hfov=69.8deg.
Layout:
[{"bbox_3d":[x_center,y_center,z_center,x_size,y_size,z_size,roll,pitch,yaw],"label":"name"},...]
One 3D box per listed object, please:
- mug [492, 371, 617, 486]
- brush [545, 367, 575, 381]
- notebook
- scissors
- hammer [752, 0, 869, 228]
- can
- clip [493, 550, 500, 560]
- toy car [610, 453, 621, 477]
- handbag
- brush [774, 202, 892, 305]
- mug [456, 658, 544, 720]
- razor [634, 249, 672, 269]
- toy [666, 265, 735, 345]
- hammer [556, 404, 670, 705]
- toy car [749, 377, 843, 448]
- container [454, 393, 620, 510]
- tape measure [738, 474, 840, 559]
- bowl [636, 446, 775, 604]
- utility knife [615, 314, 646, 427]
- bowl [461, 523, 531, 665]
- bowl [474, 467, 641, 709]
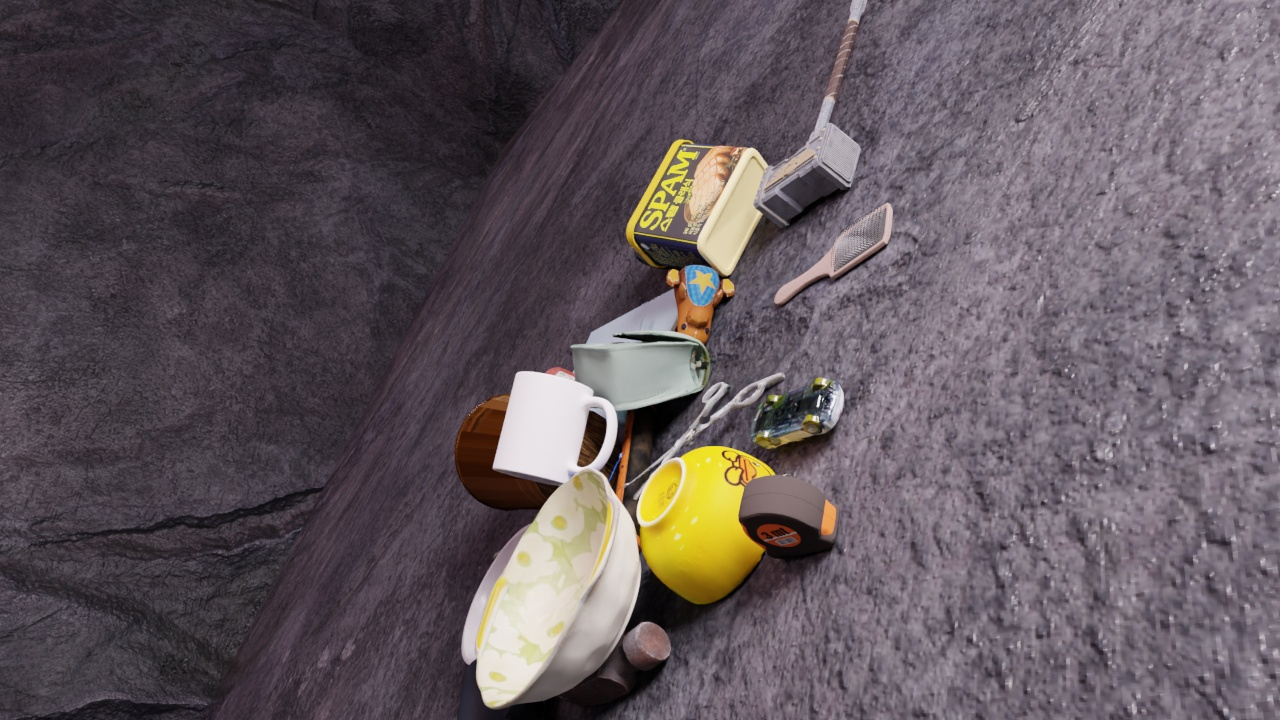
[{"bbox_3d":[-0.073,0.065,0.834,0.111,0.073,0.090,6,76,27],"label":"mug"},{"bbox_3d":[-0.104,0.036,1.081,0.172,0.041,0.030,-45,-21,-82],"label":"brush"},{"bbox_3d":[-0.034,0.011,1.096,0.254,0.009,0.180,-23,40,58],"label":"notebook"},{"bbox_3d":[0.052,0.059,0.775,0.159,0.014,0.141,-27,20,47],"label":"scissors"},{"bbox_3d":[0.198,-0.282,0.936,0.099,0.044,0.321,-29,34,53],"label":"hammer"},{"bbox_3d":[0.067,-0.162,0.979,0.104,0.075,0.135,17,74,43],"label":"can"},{"bbox_3d":[-0.140,0.217,1.021,0.076,0.023,0.042,-41,24,33],"label":"clip"},{"bbox_3d":[-0.027,0.111,0.810,0.062,0.033,0.092,-47,13,-9],"label":"toy car"},{"bbox_3d":[-0.005,0.005,0.897,0.122,0.106,0.067,-177,78,-66],"label":"handbag"},{"bbox_3d":[0.157,-0.085,0.779,0.136,0.015,0.049,-36,28,45],"label":"brush"},{"bbox_3d":[-0.110,0.285,0.759,0.077,0.071,0.105,-91,23,-58],"label":"mug"},{"bbox_3d":[0.044,-0.129,1.076,0.053,0.064,0.141,-45,31,-14],"label":"razor"},{"bbox_3d":[0.053,-0.046,0.944,0.103,0.070,0.090,111,167,-63],"label":"toy"},{"bbox_3d":[-0.019,0.155,0.811,0.138,0.035,0.313,-44,23,33],"label":"hammer"},{"bbox_3d":[0.115,0.042,0.670,0.090,0.027,0.038,-26,39,54],"label":"toy car"},{"bbox_3d":[-0.105,0.100,0.973,0.168,0.132,0.132,-5,55,59],"label":"container"},{"bbox_3d":[0.093,0.098,0.594,0.058,0.059,0.038,-31,33,47],"label":"tape measure"},{"bbox_3d":[0.040,0.113,0.680,0.117,0.067,0.117,-47,22,26],"label":"bowl"},{"bbox_3d":[-0.010,0.007,1.004,0.022,0.015,0.165,-38,30,40],"label":"utility knife"},{"bbox_3d":[-0.119,0.237,0.906,0.150,0.043,0.149,-48,22,26],"label":"bowl"},{"bbox_3d":[-0.053,0.179,0.698,0.220,0.060,0.188,-41,26,46],"label":"bowl"}]
